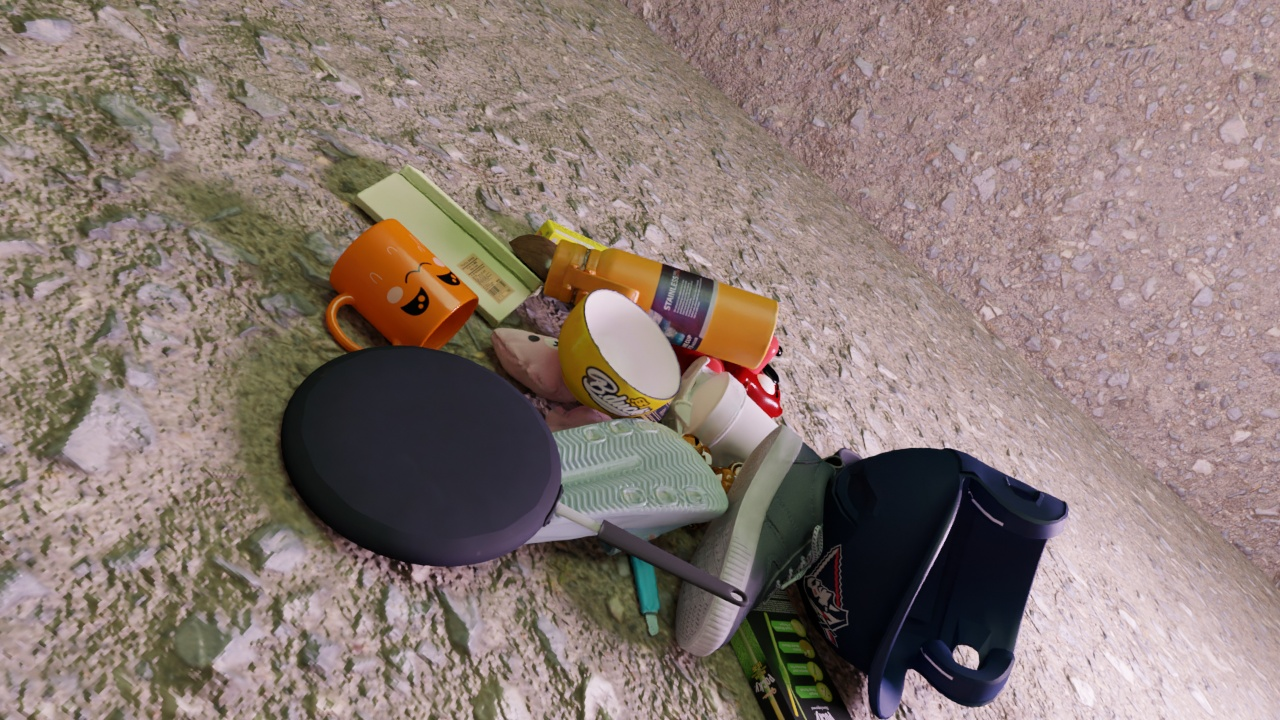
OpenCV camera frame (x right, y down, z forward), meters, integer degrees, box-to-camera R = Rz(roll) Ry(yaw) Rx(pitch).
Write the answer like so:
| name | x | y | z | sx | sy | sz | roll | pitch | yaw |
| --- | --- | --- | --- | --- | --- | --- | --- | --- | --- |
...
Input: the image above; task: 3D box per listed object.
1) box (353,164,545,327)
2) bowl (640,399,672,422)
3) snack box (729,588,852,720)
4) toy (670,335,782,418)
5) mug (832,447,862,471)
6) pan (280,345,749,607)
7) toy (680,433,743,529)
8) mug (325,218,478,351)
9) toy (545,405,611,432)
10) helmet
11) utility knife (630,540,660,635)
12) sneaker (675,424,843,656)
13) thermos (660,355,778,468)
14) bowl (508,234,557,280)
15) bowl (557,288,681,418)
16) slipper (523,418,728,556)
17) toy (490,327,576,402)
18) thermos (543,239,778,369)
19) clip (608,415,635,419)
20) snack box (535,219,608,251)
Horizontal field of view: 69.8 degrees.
| name | x | y | z | sx | sy | sz | roll | pitch | yaw |
| --- | --- | --- | --- | --- | --- | --- | --- | --- | --- |
| box | -0.184 | -0.124 | 0.937 | 0.188 | 0.047 | 0.140 | 42 | 27 | -1 |
| bowl | -0.005 | 0.005 | 0.912 | 0.112 | 0.061 | 0.112 | 46 | -2 | 1 |
| snack box | 0.122 | 0.259 | 0.784 | 0.080 | 0.025 | 0.147 | 18 | 34 | -42 |
| toy | 0.105 | 0.007 | 1.071 | 0.197 | 0.121 | 0.158 | 48 | 16 | -6 |
| mug | 0.236 | 0.151 | 1.065 | 0.071 | 0.078 | 0.105 | 52 | 26 | 20 |
| pan | -0.079 | 0.093 | 0.656 | 0.356 | 0.021 | 0.198 | 27 | 36 | -3 |
| toy | 0.071 | 0.124 | 0.883 | 0.112 | 0.068 | 0.087 | 18 | 57 | -20 |
| mug | -0.206 | -0.047 | 0.754 | 0.096 | 0.078 | 0.112 | 43 | 56 | 2 |
| toy | -0.038 | 0.071 | 0.828 | 0.110 | 0.047 | 0.063 | 24 | 39 | -41 |
| helmet | 0.247 | 0.197 | 0.845 | 0.223 | 0.233 | 0.271 | 17 | 28 | 21 |
| utility knife | 0.001 | 0.173 | 0.760 | 0.022 | 0.015 | 0.123 | 17 | 35 | -21 |
| sneaker | 0.107 | 0.157 | 0.777 | 0.087 | 0.089 | 0.234 | 35 | 55 | -3 |
| thermos | 0.119 | 0.101 | 0.964 | 0.220 | 0.099 | 0.099 | 41 | 24 | -12 |
| bowl | -0.091 | -0.104 | 1.014 | 0.118 | 0.030 | 0.117 | 40 | 7 | -7 |
| bowl | -0.028 | 0.002 | 0.809 | 0.117 | 0.068 | 0.117 | 36 | 33 | -28 |
| slipper | -0.039 | 0.108 | 0.743 | 0.244 | 0.074 | 0.104 | -2 | 47 | -36 |
| toy | -0.086 | 0.008 | 0.845 | 0.099 | 0.053 | 0.096 | 23 | 16 | -31 |
| thermos | 0.021 | -0.063 | 0.931 | 0.232 | 0.092 | 0.076 | 18 | 70 | -4 |
| clip | -0.028 | 0.058 | 0.900 | 0.101 | 0.040 | 0.054 | 33 | 7 | -19 |
| snack box | -0.063 | -0.122 | 1.112 | 0.148 | 0.040 | 0.029 | 21 | 31 | -39 |
